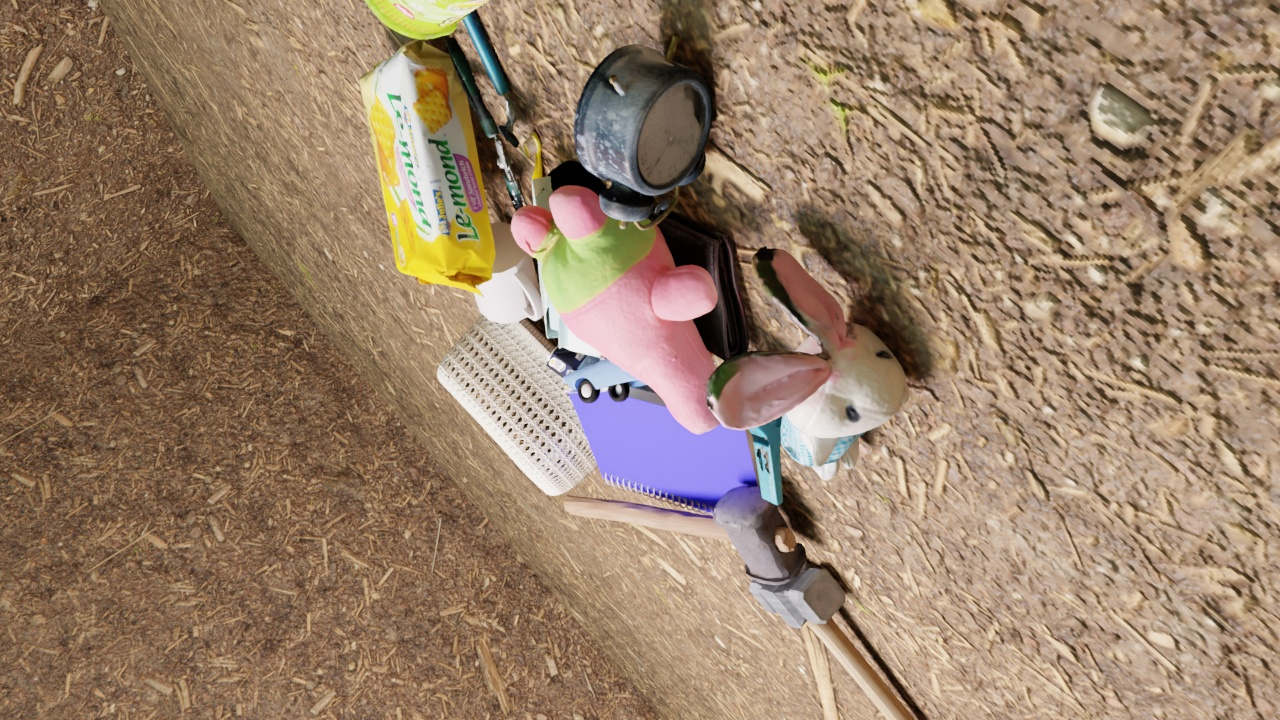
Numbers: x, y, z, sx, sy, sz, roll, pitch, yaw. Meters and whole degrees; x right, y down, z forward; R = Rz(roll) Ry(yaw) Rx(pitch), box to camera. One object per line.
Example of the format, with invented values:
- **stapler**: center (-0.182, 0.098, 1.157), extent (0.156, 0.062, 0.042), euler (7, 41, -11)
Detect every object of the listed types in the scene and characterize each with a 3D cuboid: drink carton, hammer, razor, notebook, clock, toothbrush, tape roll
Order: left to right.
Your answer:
- **razor**: center (-0.132, -0.257, 0.796), extent (0.042, 0.022, 0.144), euler (-124, 12, -57)
- **toothbrush**: center (-0.096, -0.164, 0.879), extent (0.021, 0.016, 0.136), euler (36, 155, 24)
- **tape roll**: center (-0.050, -0.135, 0.828), extent (0.091, 0.016, 0.093), euler (53, 160, -5)
- **drink carton**: center (-0.038, 0.021, 0.988), extent (0.130, 0.040, 0.064), euler (37, 162, -2)
- **clock**: center (0.004, -0.143, 0.599), extent (0.052, 0.090, 0.130), euler (32, 150, 29)
- **hammer**: center (0.028, 0.171, 0.988), extent (0.329, 0.052, 0.098), euler (0, 131, 45)
- **notebook**: center (0.031, 0.097, 0.955), extent (0.209, 0.022, 0.172), euler (13, 140, 31)
- **hammer**: center (0.246, 0.344, 0.978), extent (0.323, 0.051, 0.117), euler (51, 160, -6)

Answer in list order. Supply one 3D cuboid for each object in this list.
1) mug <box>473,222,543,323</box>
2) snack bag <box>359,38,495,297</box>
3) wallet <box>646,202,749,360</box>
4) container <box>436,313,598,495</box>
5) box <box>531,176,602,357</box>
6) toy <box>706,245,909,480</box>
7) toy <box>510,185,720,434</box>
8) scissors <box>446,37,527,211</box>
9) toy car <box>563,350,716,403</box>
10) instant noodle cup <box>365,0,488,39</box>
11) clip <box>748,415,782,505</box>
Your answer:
- **mug**: center (-0.146, -0.089, 1.028), extent (0.105, 0.073, 0.090), euler (41, 157, 27)
- **snack bag**: center (-0.213, -0.189, 0.924), extent (0.160, 0.068, 0.247), euler (13, 115, 56)
- **wallet**: center (0.043, -0.063, 0.741), extent (0.099, 0.031, 0.120), euler (32, 147, 44)
- **container**: center (-0.128, 0.045, 1.119), extent (0.246, 0.142, 0.185), euler (44, 171, 21)
- **box**: center (-0.060, -0.078, 0.872), extent (0.125, 0.075, 0.198), euler (27, 156, 9)
- **toy**: center (0.132, 0.032, 0.630), extent (0.106, 0.130, 0.205), euler (11, 153, 31)
- **toy**: center (-0.002, -0.038, 0.720), extent (0.237, 0.096, 0.192), euler (53, 159, -19)
- **scissors**: center (-0.135, -0.204, 0.835), extent (0.202, 0.015, 0.204), euler (150, 97, -83)
- **toy car**: center (-0.005, 0.005, 0.850), extent (0.154, 0.056, 0.054), euler (-15, 80, 40)
- **instant noodle cup**: center (-0.139, -0.291, 0.658), extent (0.108, 0.098, 0.099), euler (10, 135, 50)
- **clip**: center (0.098, 0.061, 0.745), extent (0.028, 0.113, 0.127), euler (16, 127, 53)
